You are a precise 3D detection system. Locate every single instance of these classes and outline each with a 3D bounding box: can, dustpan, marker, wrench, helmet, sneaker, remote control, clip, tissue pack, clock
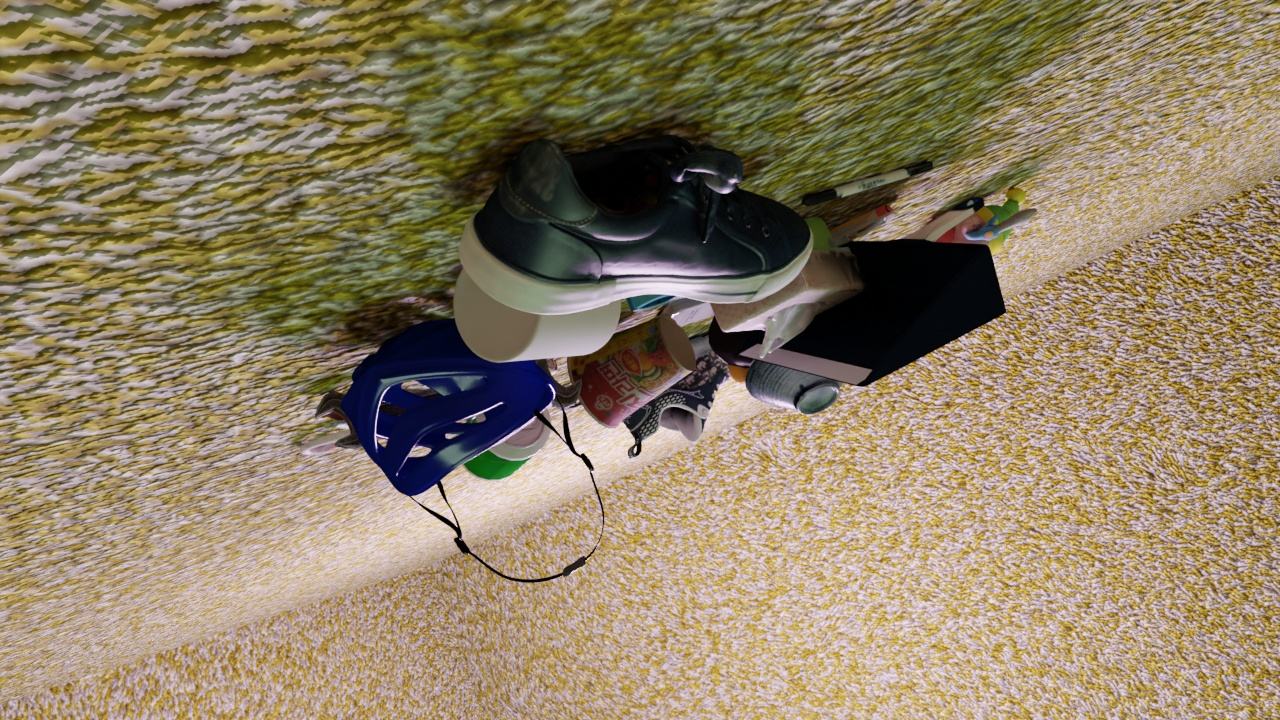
[{"bbox_3d":[-0.166,0.090,1.100,0.087,0.087,0.140,-18,168,-29],"label":"can"},{"bbox_3d":[0.253,-0.082,0.938,0.272,0.080,0.236,-25,-163,-18],"label":"dustpan"},{"bbox_3d":[0.210,-0.163,0.843,0.152,0.011,0.011,-19,169,-23],"label":"marker"},{"bbox_3d":[-0.171,0.034,0.870,0.272,0.070,0.010,-12,164,-39],"label":"wrench"},{"bbox_3d":[-0.123,0.074,0.726,0.148,0.227,0.241,-34,170,5],"label":"helmet"},{"bbox_3d":[0.060,0.046,1.243,0.268,0.132,0.103,-16,166,-41],"label":"sneaker"},{"bbox_3d":[0.033,-0.102,0.577,0.293,0.120,0.127,-8,140,-47],"label":"sneaker"},{"bbox_3d":[0.213,-0.133,0.984,0.126,0.018,0.038,-26,170,10],"label":"remote control"},{"bbox_3d":[0.093,-0.072,1.027,0.151,0.019,0.074,-19,169,-16],"label":"remote control"},{"bbox_3d":[0.038,-0.073,0.896,0.116,0.026,0.097,-19,167,-20],"label":"clip"},{"bbox_3d":[0.142,-0.055,0.860,0.104,0.071,0.181,-29,172,28],"label":"tissue pack"},{"bbox_3d":[0.148,-0.104,0.920,0.119,0.042,0.094,-26,169,11],"label":"clock"}]

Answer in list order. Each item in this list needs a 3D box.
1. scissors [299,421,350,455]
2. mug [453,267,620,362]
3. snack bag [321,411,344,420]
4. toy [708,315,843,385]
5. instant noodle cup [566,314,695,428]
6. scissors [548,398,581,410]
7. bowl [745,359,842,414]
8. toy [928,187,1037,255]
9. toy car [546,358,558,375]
[{"bbox_3d":[-0.268,0.070,0.929,0.177,0.013,0.170,-17,172,18],"label":"scissors"},{"bbox_3d":[-0.065,-0.054,0.654,0.096,0.078,0.112,-6,133,-58],"label":"mug"},{"bbox_3d":[-0.245,0.046,0.911,0.057,0.013,0.157,-20,171,16],"label":"snack bag"},{"bbox_3d":[0.162,-0.040,1.131,0.183,0.140,0.159,1,-172,-45],"label":"toy"},{"bbox_3d":[-0.006,0.006,0.982,0.113,0.100,0.100,-28,169,24],"label":"instant noodle cup"},{"bbox_3d":[-0.155,0.075,1.259,0.206,0.015,0.201,-23,170,9],"label":"scissors"},{"bbox_3d":[0.196,0.025,1.065,0.137,0.057,0.137,-14,143,-11],"label":"bowl"},{"bbox_3d":[0.419,-0.168,1.138,0.131,0.096,0.124,-5,165,6],"label":"toy"},{"bbox_3d":[-0.121,0.016,0.991,0.039,0.027,0.089,-31,168,28],"label":"toy car"}]
